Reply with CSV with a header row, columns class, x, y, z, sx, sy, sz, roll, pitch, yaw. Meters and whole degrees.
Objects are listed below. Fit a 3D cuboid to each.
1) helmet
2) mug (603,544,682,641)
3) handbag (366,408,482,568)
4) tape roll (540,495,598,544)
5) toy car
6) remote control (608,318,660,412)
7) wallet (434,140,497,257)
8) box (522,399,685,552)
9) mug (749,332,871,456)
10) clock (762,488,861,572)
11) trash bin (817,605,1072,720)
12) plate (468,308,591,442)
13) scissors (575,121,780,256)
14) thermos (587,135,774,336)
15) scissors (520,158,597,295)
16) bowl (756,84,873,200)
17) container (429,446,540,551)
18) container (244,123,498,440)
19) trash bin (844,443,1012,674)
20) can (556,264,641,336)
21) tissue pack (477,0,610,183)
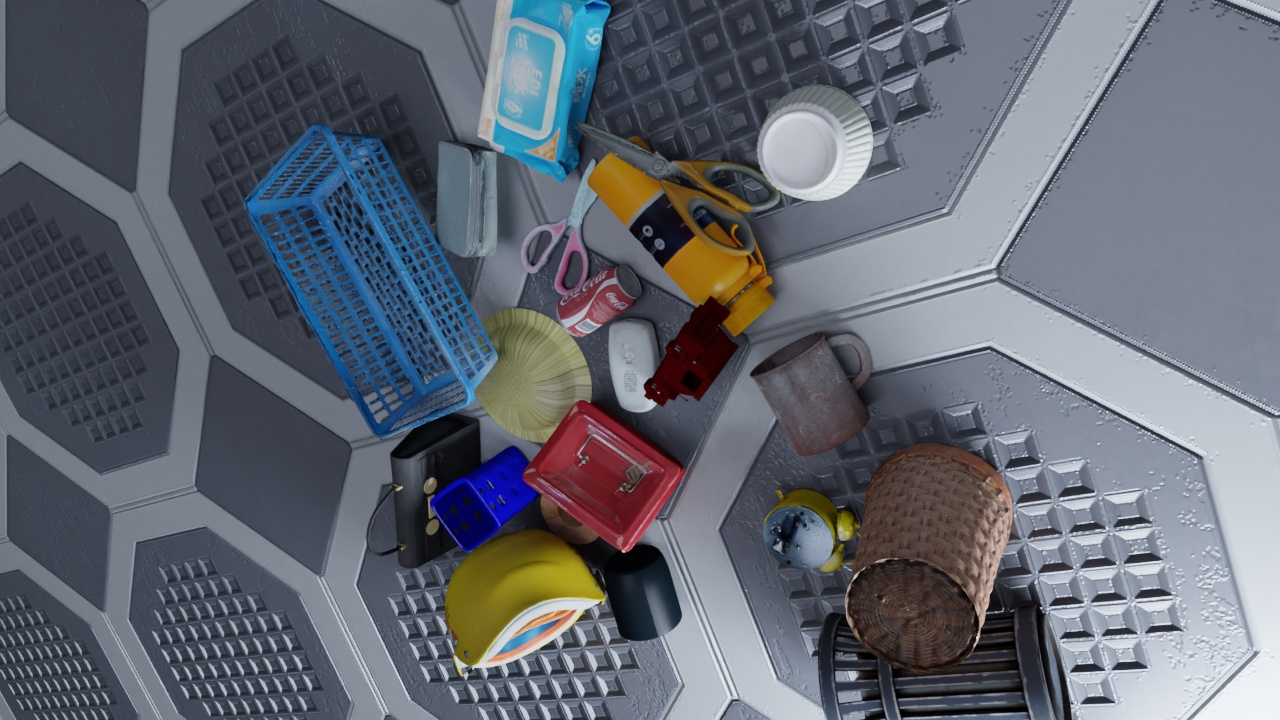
class,x,y,z,sx,sy,sz,roll,pitch,yaw
helmet,-0.165,0.304,1.204,0.139,0.208,0.240,61,160,17
mug,-0.009,0.293,1.187,0.122,0.085,0.094,5,114,56
handbag,-0.296,0.187,1.212,0.072,0.195,0.176,12,114,22
tape roll,-0.084,0.194,1.209,0.094,0.027,0.094,10,114,23
toy car,0.057,0.001,1.000,0.062,0.070,0.170,36,152,4
remote control,-0.007,0.006,1.095,0.060,0.028,0.114,2,110,26
wallet,-0.206,-0.193,1.089,0.100,0.054,0.132,27,122,46
box,-0.039,0.139,1.119,0.157,0.126,0.137,36,84,13
mug,0.195,0.028,0.978,0.123,0.096,0.110,-31,101,1
clock,0.198,0.198,1.051,0.119,0.057,0.083,24,118,17
trash bin,0.329,0.346,0.988,0.228,0.163,0.164,-14,103,27
plate,-0.153,0.027,1.172,0.184,0.036,0.184,10,114,23
scissors,0.038,-0.200,0.951,0.229,0.016,0.113,34,77,0
thermos,0.051,-0.135,0.981,0.232,0.076,0.092,49,128,3
scissors,-0.090,-0.167,1.078,0.101,0.016,0.179,28,120,15
bowl,0.165,-0.210,0.903,0.115,0.062,0.115,10,113,23
container,-0.198,0.178,1.207,0.085,0.113,0.084,-37,89,32
container,-0.332,-0.095,1.156,0.258,0.089,0.362,-21,100,46
trash bin,0.283,0.191,0.916,0.151,0.209,0.151,9,113,23
can,-0.049,-0.070,1.071,0.097,0.053,0.054,-30,94,32
tissue pack,-0.109,-0.307,1.003,0.117,0.065,0.210,24,120,18
